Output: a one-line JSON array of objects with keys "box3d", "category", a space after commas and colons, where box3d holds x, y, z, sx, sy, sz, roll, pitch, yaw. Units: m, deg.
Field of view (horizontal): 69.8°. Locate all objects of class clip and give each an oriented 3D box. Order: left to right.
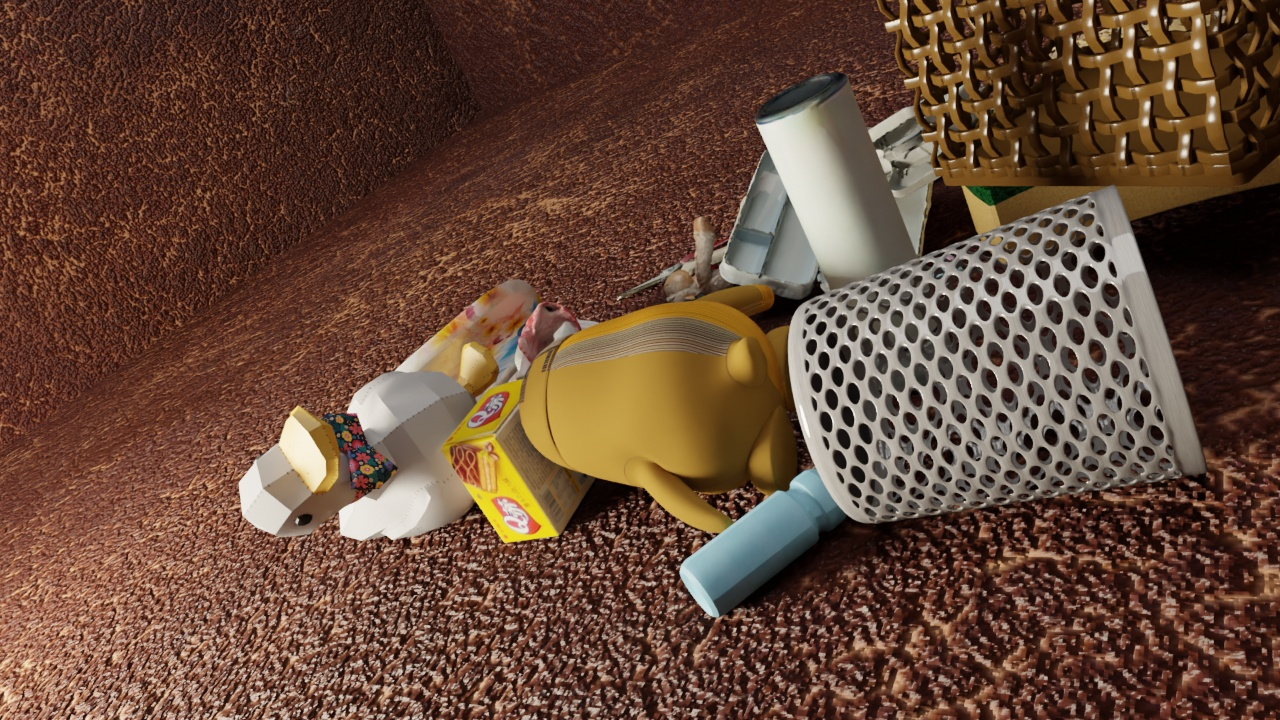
[{"box3d": [0.253, -0.208, 0.843, 0.125, 0.074, 0.143, -30, 9, 37], "category": "clip"}]

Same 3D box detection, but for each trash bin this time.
[{"box3d": [0.195, 0.007, 0.524, 0.184, 0.156, 0.156, -18, 25, 28], "category": "trash bin"}]

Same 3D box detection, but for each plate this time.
[{"box3d": [-0.167, 0.004, 0.937, 0.187, 0.016, 0.187, -41, -17, -4], "category": "plate"}]

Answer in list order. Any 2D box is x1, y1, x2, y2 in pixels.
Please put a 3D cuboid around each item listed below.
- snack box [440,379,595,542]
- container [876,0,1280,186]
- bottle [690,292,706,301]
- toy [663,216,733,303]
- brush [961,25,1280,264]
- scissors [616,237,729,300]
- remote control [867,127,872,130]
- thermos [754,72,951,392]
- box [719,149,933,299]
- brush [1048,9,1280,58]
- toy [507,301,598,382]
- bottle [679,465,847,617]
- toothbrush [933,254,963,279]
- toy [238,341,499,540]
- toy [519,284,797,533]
[{"box3d": [-0.095, 0.080, 0.743, 0.061, 0.106, 0.083, -13, 28, 32], "category": "snack box"}, {"box3d": [0.344, -0.271, 0.654, 0.219, 0.214, 0.252, -36, 25, -19], "category": "container"}, {"box3d": [-0.005, 0.005, 0.824, 0.181, 0.059, 0.059, -41, 25, -7], "category": "bottle"}, {"box3d": [0.061, -0.086, 0.974, 0.106, 0.074, 0.085, -55, -3, -10], "category": "toy"}, {"box3d": [0.404, -0.185, 0.783, 0.251, 0.075, 0.194, -18, 25, 22], "category": "brush"}, {"box3d": [0.063, -0.118, 1.089, 0.188, 0.015, 0.146, -5, 33, 42], "category": "scissors"}, {"box3d": [0.247, -0.231, 0.962, 0.045, 0.008, 0.146, -9, 3, 39], "category": "remote control"}, {"box3d": [0.156, -0.084, 0.650, 0.068, 0.230, 0.067, -24, 24, 11], "category": "thermos"}, {"box3d": [0.188, -0.139, 0.903, 0.193, 0.061, 0.209, 7, 49, 15], "category": "box"}, {"box3d": [0.521, -0.306, 0.926, 0.083, 0.057, 0.271, -35, 24, -14], "category": "brush"}, {"box3d": [-0.083, -0.007, 0.915, 0.159, 0.084, 0.194, -35, -1, -13], "category": "toy"}, {"box3d": [0.086, 0.107, 0.575, 0.130, 0.040, 0.040, -34, 24, -14], "category": "bottle"}, {"box3d": [0.206, -0.050, 0.797, 0.155, 0.016, 0.022, -26, 61, 2], "category": "toothbrush"}, {"box3d": [-0.215, 0.086, 0.784, 0.266, 0.141, 0.247, -29, -19, -40], "category": "toy"}, {"box3d": [0.009, 0.034, 0.673, 0.204, 0.162, 0.198, -3, 55, 24], "category": "toy"}]
